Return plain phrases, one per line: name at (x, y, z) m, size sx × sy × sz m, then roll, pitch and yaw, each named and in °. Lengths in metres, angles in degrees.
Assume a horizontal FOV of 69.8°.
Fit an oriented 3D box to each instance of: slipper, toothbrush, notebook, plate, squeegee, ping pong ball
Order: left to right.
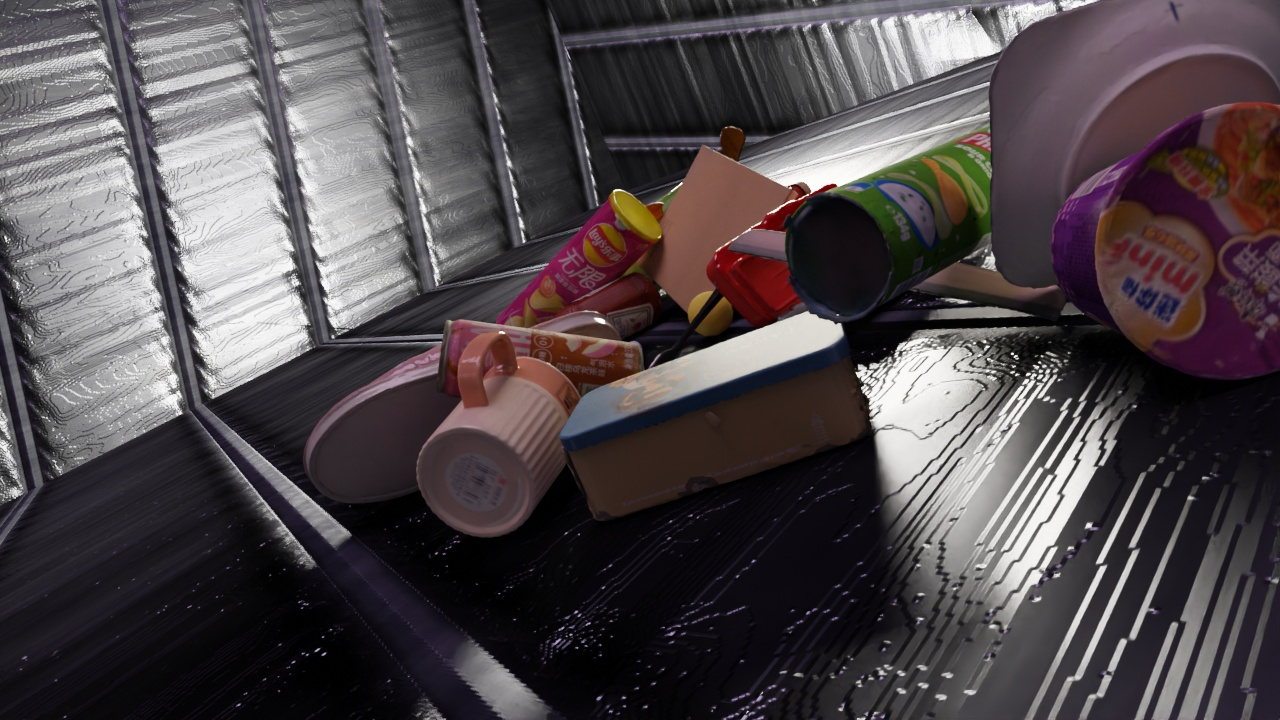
slipper at (-0.141, 0.030, 0.751) m, size 0.274 × 0.114 × 0.054 m, roll -25°, pitch 37°, yaw -14°
notebook at (0.066, -0.129, 0.919) m, size 0.149 × 0.012 × 0.211 m, roll -59°, pitch 28°, yaw 11°
ping pong ball at (0.062, -0.042, 0.817) m, size 0.040 × 0.040 × 0.040 m, roll -22°, pitch 13°, yaw 5°
toothbrush at (0.065, -0.055, 0.791) m, size 0.180 × 0.015 × 0.018 m, roll -51°, pitch 12°, yaw -15°
squeegee at (0.238, -0.103, 0.680) m, size 0.248 × 0.040 × 0.248 m, roll -21°, pitch 28°, yaw -40°
plate at (0.267, -0.110, 0.476) m, size 0.164 × 0.164 × 0.034 m, roll -15°, pitch 36°, yaw 5°

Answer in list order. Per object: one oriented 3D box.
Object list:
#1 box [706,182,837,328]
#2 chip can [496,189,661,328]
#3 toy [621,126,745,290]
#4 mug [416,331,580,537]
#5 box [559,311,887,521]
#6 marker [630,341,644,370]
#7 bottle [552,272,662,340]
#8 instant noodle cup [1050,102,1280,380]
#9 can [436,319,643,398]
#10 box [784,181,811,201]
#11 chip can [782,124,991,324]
box at (0.163, -0.096, 0.754) m, size 0.200 × 0.119 × 0.099 m, roll -34°, pitch -12°, yaw -41°
chip can at (-0.071, -0.091, 1.017) m, size 0.211 × 0.071 × 0.071 m, roll -43°, pitch 4°, yaw 26°
toy at (0.053, -0.158, 1.106) m, size 0.247 × 0.090 × 0.227 m, roll -41°, pitch -26°, yaw 9°
mug at (-0.092, 0.041, 0.598) m, size 0.082 × 0.115 × 0.105 m, roll -4°, pitch 21°, yaw 15°
box at (0.049, 0.027, 0.527) m, size 0.184 × 0.060 × 0.089 m, roll -22°, pitch 14°, yaw 13°
marker at (-0.005, 0.005, 0.804) m, size 0.017 × 0.017 × 0.145 m, roll -23°, pitch 13°, yaw 4°
bottle at (-0.072, -0.026, 0.949) m, size 0.205 × 0.060 × 0.060 m, roll -29°, pitch 14°, yaw -23°
instant noodle cup at (0.246, -0.052, 0.417) m, size 0.112 × 0.111 × 0.099 m, roll -22°, pitch 3°, yaw 8°
can at (-0.074, 0.006, 0.683) m, size 0.147 × 0.058 × 0.058 m, roll 8°, pitch 9°, yaw -9°
box at (0.105, -0.125, 0.963) m, size 0.076 × 0.091 × 0.169 m, roll -28°, pitch 13°, yaw -31°
chip can at (0.181, -0.092, 0.545) m, size 0.235 × 0.072 × 0.072 m, roll -27°, pitch 12°, yaw -38°
